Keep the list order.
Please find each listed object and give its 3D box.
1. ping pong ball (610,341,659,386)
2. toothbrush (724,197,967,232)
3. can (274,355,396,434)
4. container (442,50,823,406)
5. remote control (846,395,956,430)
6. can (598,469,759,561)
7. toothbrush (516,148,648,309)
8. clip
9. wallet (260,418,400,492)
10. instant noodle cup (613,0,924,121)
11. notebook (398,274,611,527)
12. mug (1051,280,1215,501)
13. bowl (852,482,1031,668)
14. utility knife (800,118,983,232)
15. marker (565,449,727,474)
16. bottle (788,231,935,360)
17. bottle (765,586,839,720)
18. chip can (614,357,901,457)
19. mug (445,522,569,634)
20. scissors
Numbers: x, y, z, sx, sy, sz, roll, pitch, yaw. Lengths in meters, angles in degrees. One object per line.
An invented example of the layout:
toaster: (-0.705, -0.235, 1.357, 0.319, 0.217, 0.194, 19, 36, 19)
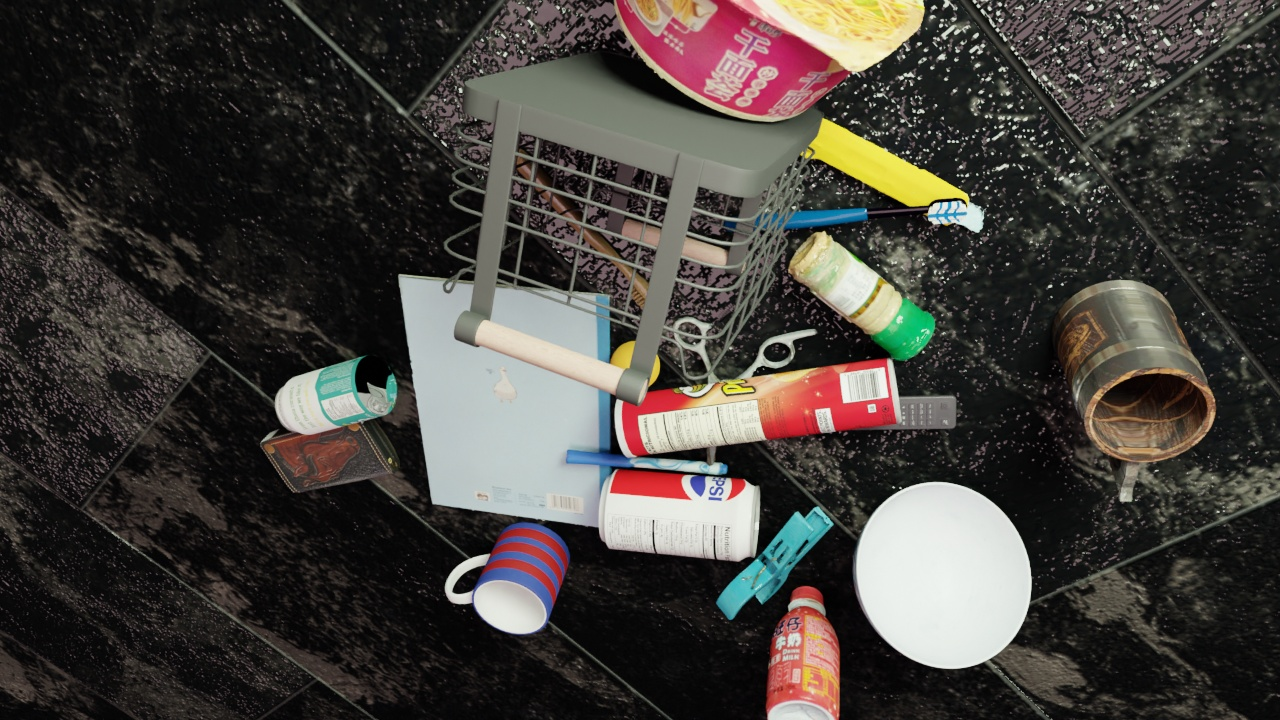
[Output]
ping pong ball: (-0.004, 0.004, 0.740, 0.040, 0.040, 0.040, 7, 124, 10)
toothbrush: (0.140, -0.100, 0.643, 0.168, 0.014, 0.014, -1, 134, 20)
can: (-0.270, 0.032, 0.816, 0.102, 0.054, 0.055, -15, 118, 22)
container: (0.001, -0.093, 0.554, 0.163, 0.240, 0.130, 20, 118, 12)
remote control: (0.180, 0.039, 0.733, 0.136, 0.015, 0.032, -2, 122, 15)
can: (0.035, 0.134, 0.798, 0.132, 0.070, 0.070, 3, 123, 12)
toothbrush: (-0.039, -0.095, 0.698, 0.016, 0.016, 0.167, -33, 110, 29)
clip: (0.128, 0.184, 0.833, 0.130, 0.031, 0.121, -45, 150, 7)
wallet: (-0.298, 0.088, 0.882, 0.123, 0.019, 0.072, -14, 116, 22)
instant noodle cup: (0.061, -0.211, 0.515, 0.178, 0.178, 0.078, 30, 141, -7)
notebook: (-0.113, 0.044, 0.813, 0.181, 0.009, 0.254, 7, 124, 9)
mug: (0.331, 0.021, 0.627, 0.080, 0.107, 0.116, 0, 123, 14)
bowl: (0.236, 0.177, 0.761, 0.144, 0.143, 0.074, 22, 165, -1)
utility knife: (0.164, -0.128, 0.626, 0.165, 0.017, 0.031, 28, 130, -4)
marker: (0.005, 0.090, 0.804, 0.142, 0.013, 0.013, 4, 124, 5)
bottle: (0.160, -0.047, 0.666, 0.111, 0.043, 0.043, 36, 124, -10)
bottle: (0.145, 0.260, 0.813, 0.062, 0.137, 0.062, 6, 123, 9)
chip can: (0.090, 0.038, 0.716, 0.215, 0.051, 0.052, -9, 120, 16)
mug: (-0.131, 0.209, 0.886, 0.112, 0.076, 0.075, -2, 122, 15)
scissors: (0.075, 0.022, 0.749, 0.162, 0.014, 0.142, -13, 116, 20)
